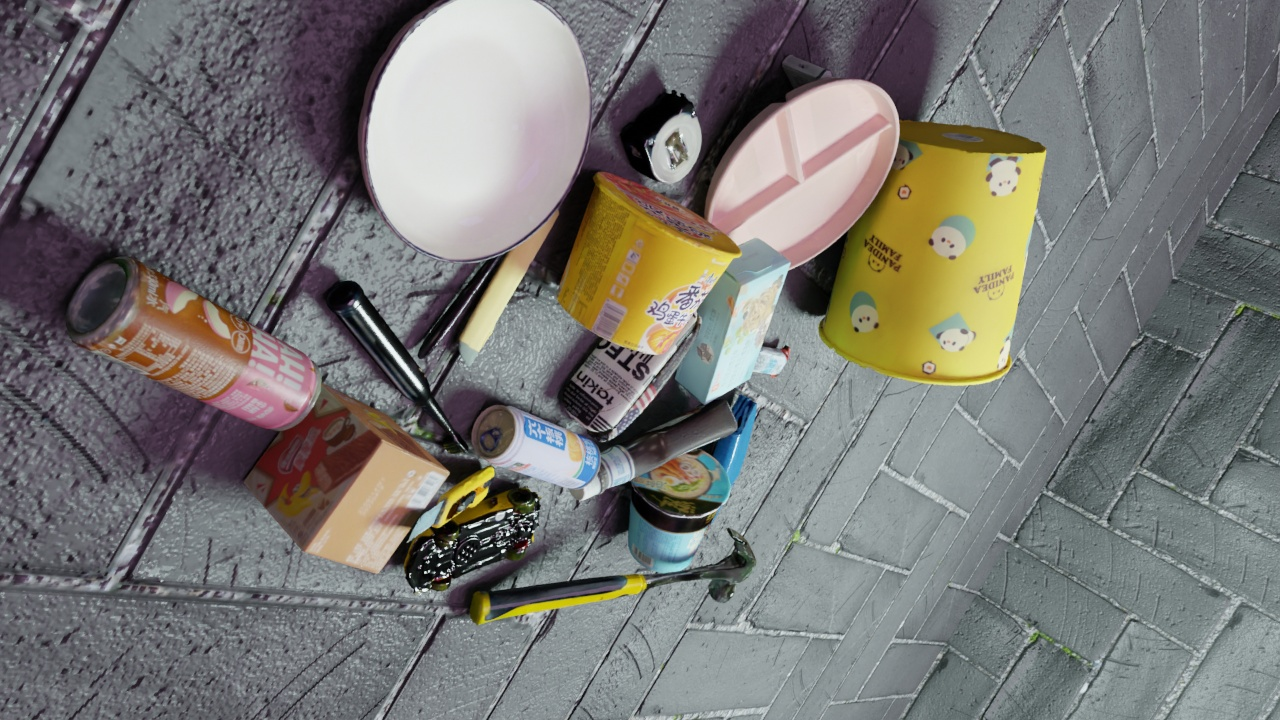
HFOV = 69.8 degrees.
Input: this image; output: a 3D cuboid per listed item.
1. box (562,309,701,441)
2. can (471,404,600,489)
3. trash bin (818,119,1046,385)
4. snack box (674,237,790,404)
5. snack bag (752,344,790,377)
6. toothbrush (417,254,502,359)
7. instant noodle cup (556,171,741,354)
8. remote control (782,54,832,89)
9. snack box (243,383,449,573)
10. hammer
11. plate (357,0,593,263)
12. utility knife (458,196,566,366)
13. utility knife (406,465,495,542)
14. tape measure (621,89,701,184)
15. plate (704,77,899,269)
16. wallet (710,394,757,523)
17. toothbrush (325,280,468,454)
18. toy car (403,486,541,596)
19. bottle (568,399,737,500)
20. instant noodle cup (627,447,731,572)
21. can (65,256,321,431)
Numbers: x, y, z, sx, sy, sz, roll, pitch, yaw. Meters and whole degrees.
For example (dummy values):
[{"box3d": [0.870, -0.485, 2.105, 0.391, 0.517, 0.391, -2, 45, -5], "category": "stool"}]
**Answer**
[{"box3d": [-0.003, 0.007, 0.902, 0.162, 0.076, 0.088, -52, 168, -12], "category": "box"}, {"box3d": [-0.094, 0.081, 0.844, 0.053, 0.053, 0.134, -58, 145, 1], "category": "can"}, {"box3d": [0.341, -0.134, 1.067, 0.229, 0.230, 0.256, -19, 124, -41], "category": "trash bin"}, {"box3d": [0.092, -0.038, 0.950, 0.074, 0.051, 0.175, -28, 146, -34], "category": "snack box"}, {"box3d": [0.144, -0.001, 1.087, 0.105, 0.026, 0.045, 8, 119, -51], "category": "snack bag"}, {"box3d": [-0.122, -0.076, 0.725, 0.181, 0.016, 0.018, -55, 138, -4], "category": "toothbrush"}, {"box3d": [0.000, -0.078, 0.776, 0.137, 0.138, 0.110, 4, 121, -51], "category": "instant noodle cup"}, {"box3d": [0.182, -0.256, 0.919, 0.024, 0.049, 0.125, -53, 144, -2], "category": "remote control"}, {"box3d": [-0.214, 0.085, 0.670, 0.092, 0.094, 0.077, -55, 144, -3], "category": "snack box"}, {"box3d": [-0.019, 0.236, 0.974, 0.322, 0.032, 0.126, -2, 138, -26], "category": "hammer"}, {"box3d": [-0.116, -0.164, 0.644, 0.191, 0.039, 0.193, -30, 136, -33], "category": "plate"}, {"box3d": [-0.104, -0.071, 0.749, 0.167, 0.018, 0.031, -56, 149, 0], "category": "utility knife"}, {"box3d": [-0.149, 0.117, 0.749, 0.209, 0.015, 0.033, -31, 140, -83], "category": "utility knife"}, {"box3d": [0.022, -0.188, 0.794, 0.065, 0.033, 0.066, -45, 142, -14], "category": "tape measure"}, {"box3d": [0.159, -0.181, 0.920, 0.229, 0.028, 0.230, -23, 143, -19], "category": "plate"}, {"box3d": [0.100, 0.116, 1.085, 0.106, 0.040, 0.133, -51, 159, -62], "category": "wallet"}, {"box3d": [-0.181, 0.016, 0.718, 0.027, 0.026, 0.213, -17, 140, 4], "category": "toothbrush"}, {"box3d": [-0.153, 0.161, 0.845, 0.155, 0.041, 0.071, -17, 128, -44], "category": "toy car"}, {"box3d": [0.010, 0.094, 0.962, 0.194, 0.080, 0.044, -22, 87, -33], "category": "bottle"}, {"box3d": [0.034, 0.172, 1.030, 0.111, 0.111, 0.121, -25, 141, -37], "category": "instant noodle cup"}, {"box3d": [-0.270, -0.006, 0.567, 0.058, 0.058, 0.147, -54, 145, -5], "category": "can"}]
